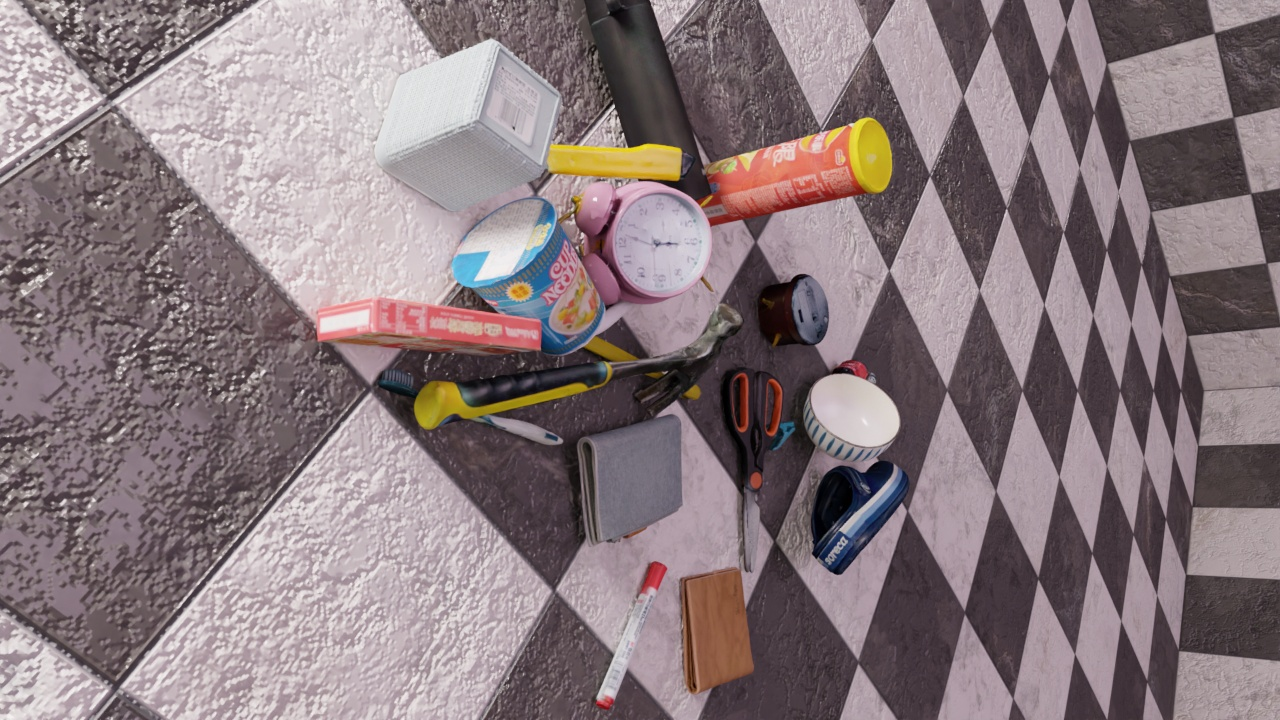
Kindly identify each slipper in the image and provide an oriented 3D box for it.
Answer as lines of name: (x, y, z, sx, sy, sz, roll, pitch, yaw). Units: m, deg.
slipper: (0.252, 0.182, 1.117, 0.095, 0.105, 0.252, 41, 25, 13)

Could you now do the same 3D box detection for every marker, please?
marker: (-0.008, 0.255, 0.860, 0.017, 0.017, 0.144, 49, 51, -33)

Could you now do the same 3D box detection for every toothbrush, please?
toothbrush: (-0.132, 0.041, 0.748, 0.191, 0.016, 0.018, 25, 56, -44)
toothbrush: (-0.005, 0.005, 0.899, 0.190, 0.017, 0.015, 26, 67, -43)
toothbrush: (0.003, -0.068, 0.917, 0.179, 0.016, 0.016, -40, 110, -44)

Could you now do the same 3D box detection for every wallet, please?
wallet: (0.079, 0.279, 0.957, 0.101, 0.020, 0.115, 3, 80, -50)
wallet: (-0.009, 0.112, 0.861, 0.129, 0.037, 0.106, -11, 102, -51)

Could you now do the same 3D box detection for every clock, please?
clock: (-0.007, -0.109, 0.854, 0.158, 0.060, 0.117, -4, 99, -19)
clock: (0.190, -0.060, 1.101, 0.121, 0.055, 0.082, -25, 103, -49)

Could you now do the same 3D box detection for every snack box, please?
snack box: (-0.154, -0.023, 0.685, 0.152, 0.075, 0.025, 6, 81, -49)

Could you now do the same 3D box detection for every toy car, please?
toy car: (0.285, 0.059, 1.197, 0.045, 0.053, 0.120, -26, 99, -25)

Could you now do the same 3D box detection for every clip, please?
clip: (0.166, 0.084, 1.086, 0.054, 0.013, 0.034, -27, 106, -48)

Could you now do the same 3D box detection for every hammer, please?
hammer: (-0.047, 0.017, 0.784, 0.322, 0.126, 0.032, -10, 54, -45)

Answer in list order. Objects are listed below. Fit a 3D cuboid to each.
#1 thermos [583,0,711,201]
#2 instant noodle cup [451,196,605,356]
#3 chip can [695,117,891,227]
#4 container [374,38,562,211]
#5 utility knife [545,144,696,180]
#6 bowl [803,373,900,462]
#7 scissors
thermos: (0.000, -0.267, 0.895, 0.089, 0.068, 0.242, -63, 135, -71)
instant noodle cup: (-0.085, -0.063, 0.764, 0.110, 0.099, 0.099, 52, 49, -41)
chip can: (0.145, -0.187, 0.943, 0.073, 0.217, 0.073, 8, 79, -47)
container: (-0.129, -0.181, 0.708, 0.090, 0.112, 0.089, 30, 62, -42)
utility knife: (-0.030, -0.187, 0.851, 0.176, 0.015, 0.033, -2, 104, -23)
bowl: (0.253, 0.080, 1.130, 0.116, 0.116, 0.066, -48, 163, -41)
scissors: (0.111, 0.119, 1.019, 0.139, 0.022, 0.234, 34, 65, -32)
